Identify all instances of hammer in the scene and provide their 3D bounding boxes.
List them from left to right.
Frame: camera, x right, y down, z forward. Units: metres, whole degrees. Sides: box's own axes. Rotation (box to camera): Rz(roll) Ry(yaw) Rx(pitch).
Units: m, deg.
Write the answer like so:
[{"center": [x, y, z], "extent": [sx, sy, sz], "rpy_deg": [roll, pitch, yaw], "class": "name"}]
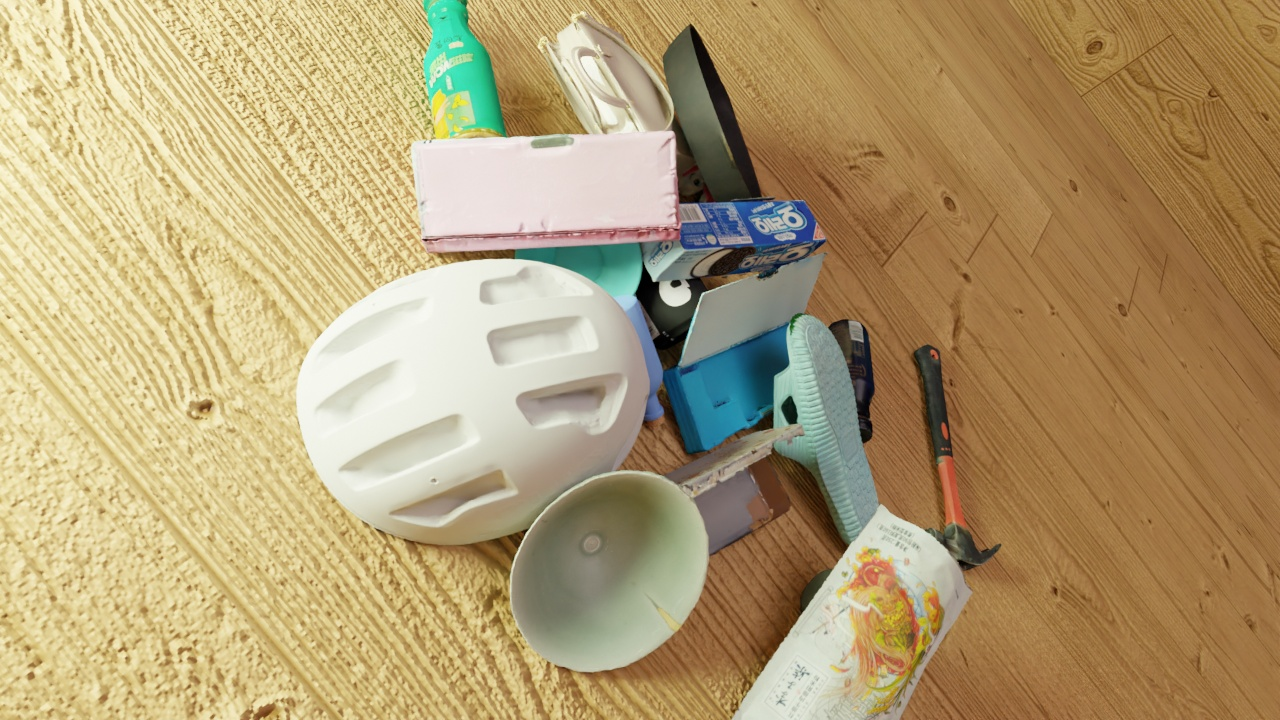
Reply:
[{"center": [0.397, 0.115, 1.201], "extent": [0.133, 0.033, 0.332], "rpy_deg": [25, 49, -26], "class": "hammer"}]

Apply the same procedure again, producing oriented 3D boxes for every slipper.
[{"center": [0.198, 0.081, 1.003], "extent": [0.115, 0.070, 0.276], "rpy_deg": [-29, 105, -52], "class": "slipper"}]

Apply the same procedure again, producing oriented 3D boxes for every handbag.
[{"center": [-0.031, -0.277, 0.980], "extent": [0.194, 0.101, 0.197], "rpy_deg": [59, 15, 6], "class": "handbag"}]

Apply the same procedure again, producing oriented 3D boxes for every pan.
[{"center": [0.109, -0.215, 1.083], "extent": [0.248, 0.043, 0.356], "rpy_deg": [-81, 147, -61], "class": "pan"}]

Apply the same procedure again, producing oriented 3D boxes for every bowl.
[{"center": [-0.060, -0.096, 0.896], "extent": [0.121, 0.121, 0.046], "rpy_deg": [46, 3, -8], "class": "bowl"}, {"center": [-0.033, 0.162, 0.749], "extent": [0.174, 0.068, 0.174], "rpy_deg": [-8, 108, -25], "class": "bowl"}]

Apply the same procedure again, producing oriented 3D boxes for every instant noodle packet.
[{"center": [0.201, 0.277, 0.843], "extent": [0.147, 0.057, 0.268], "rpy_deg": [42, 68, -7], "class": "instant noodle packet"}]

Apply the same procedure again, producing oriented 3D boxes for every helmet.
[{"center": [-0.128, 0.023, 0.741], "extent": [0.281, 0.184, 0.224], "rpy_deg": [-9, 65, -23], "class": "helmet"}]

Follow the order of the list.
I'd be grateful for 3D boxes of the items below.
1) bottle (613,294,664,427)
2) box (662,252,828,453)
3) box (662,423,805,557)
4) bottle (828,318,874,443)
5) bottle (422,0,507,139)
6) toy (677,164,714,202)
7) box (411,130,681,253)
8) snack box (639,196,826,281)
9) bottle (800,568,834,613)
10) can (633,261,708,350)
[{"center": [-0.005, 0.005, 0.877], "extent": [0.047, 0.048, 0.131], "rpy_deg": [-48, 125, -47], "class": "bottle"}, {"center": [0.115, -0.017, 0.983], "extent": [0.242, 0.064, 0.174], "rpy_deg": [-21, 116, -47], "class": "box"}, {"center": [0.073, 0.136, 0.864], "extent": [0.215, 0.095, 0.108], "rpy_deg": [-17, 102, -47], "class": "box"}, {"center": [0.254, 0.025, 1.109], "extent": [0.056, 0.056, 0.160], "rpy_deg": [26, 49, -27], "class": "bottle"}, {"center": [-0.181, -0.288, 0.915], "extent": [0.068, 0.068, 0.209], "rpy_deg": [6, 60, -40], "class": "bottle"}, {"center": [0.064, -0.226, 1.114], "extent": [0.102, 0.050, 0.065], "rpy_deg": [31, 42, -31], "class": "toy"}, {"center": [-0.081, -0.159, 0.810], "extent": [0.232, 0.099, 0.099], "rpy_deg": [-1, 57, 2], "class": "box"}, {"center": [0.096, -0.125, 0.940], "extent": [0.225, 0.060, 0.059], "rpy_deg": [-11, 68, -43], "class": "snack box"}, {"center": [0.214, 0.261, 0.917], "extent": [0.108, 0.060, 0.060], "rpy_deg": [42, 43, -12], "class": "bottle"}, {"center": [0.012, -0.089, 0.949], "extent": [0.080, 0.080, 0.146], "rpy_deg": [-25, 82, -47], "class": "can"}]
